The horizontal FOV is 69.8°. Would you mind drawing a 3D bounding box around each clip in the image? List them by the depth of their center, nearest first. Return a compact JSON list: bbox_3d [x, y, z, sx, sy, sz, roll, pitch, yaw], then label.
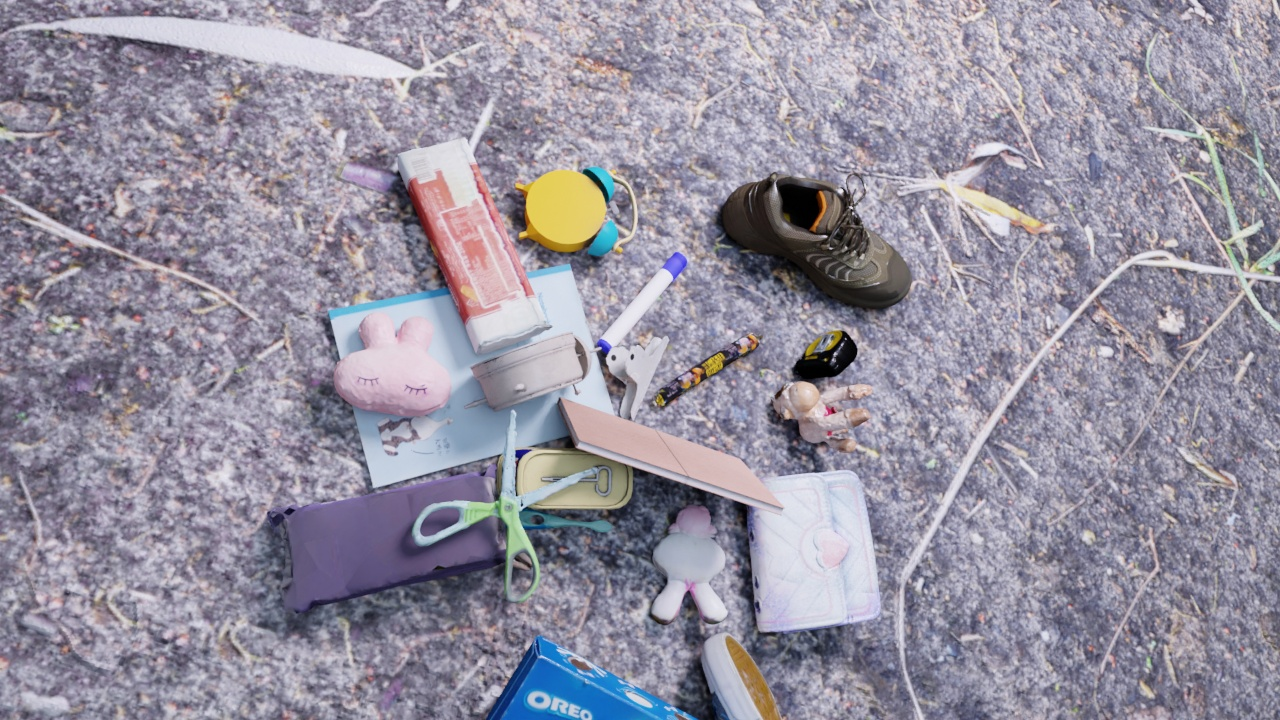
[{"bbox_3d":[-0.133,0.185,0.880,0.052,0.026,0.059,-17,82,-19],"label":"clip"},{"bbox_3d":[-0.003,0.007,0.956,0.055,0.046,0.101,42,62,-41],"label":"clip"}]

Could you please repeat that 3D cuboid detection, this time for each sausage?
[{"bbox_3d":[0.073,0.008,0.996,0.155,0.020,0.020,-31,87,-23],"label":"sausage"}]

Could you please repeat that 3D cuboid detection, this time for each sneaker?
[{"bbox_3d":[0.102,0.384,0.889,0.079,0.087,0.235,-25,80,12],"label":"sneaker"},{"bbox_3d":[0.222,-0.150,1.020,0.238,0.143,0.101,24,69,-11],"label":"sneaker"}]

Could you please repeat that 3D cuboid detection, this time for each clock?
[{"bbox_3d":[-0.092,0.011,0.897,0.156,0.104,0.061,-20,90,-48],"label":"clock"},{"bbox_3d":[-0.067,-0.160,0.983,0.129,0.044,0.099,-2,77,-12],"label":"clock"}]

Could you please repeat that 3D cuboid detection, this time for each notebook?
[{"bbox_3d":[0.025,0.091,0.894,0.209,0.141,0.008,20,99,-16],"label":"notebook"},{"bbox_3d":[-0.164,0.008,0.923,0.253,0.009,0.181,-14,81,-21],"label":"notebook"}]

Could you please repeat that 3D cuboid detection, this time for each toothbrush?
[{"bbox_3d":[-0.094,0.158,0.905,0.135,0.017,0.022,9,74,-13],"label":"toothbrush"}]

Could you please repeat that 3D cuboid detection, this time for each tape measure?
[{"bbox_3d":[0.209,-0.008,1.022,0.061,0.062,0.034,-48,109,-26],"label":"tape measure"}]

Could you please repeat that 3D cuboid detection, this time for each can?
[{"bbox_3d":[-0.072,0.112,0.877,0.116,0.092,0.056,3,84,-18],"label":"can"}]

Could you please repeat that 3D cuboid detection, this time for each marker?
[{"bbox_3d":[0.004,-0.063,0.992,0.020,0.020,0.141,41,68,-4],"label":"marker"}]

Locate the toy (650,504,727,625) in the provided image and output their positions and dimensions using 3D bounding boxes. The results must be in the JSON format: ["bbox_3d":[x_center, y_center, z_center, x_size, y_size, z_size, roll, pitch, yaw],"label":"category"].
[{"bbox_3d":[0.050,0.207,0.928,0.079,0.038,0.122,7,74,-4],"label":"toy"}]

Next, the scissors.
[{"bbox_3d":[-0.121,0.129,0.807,0.172,0.023,0.171,-1,89,-3],"label":"scissors"}]

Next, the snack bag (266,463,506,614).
[{"bbox_3d":[-0.224,0.159,0.830,0.205,0.058,0.096,-11,80,-14],"label":"snack bag"}]

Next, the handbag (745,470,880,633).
[{"bbox_3d":[0.176,0.198,0.956,0.126,0.069,0.158,-2,79,-17],"label":"handbag"}]

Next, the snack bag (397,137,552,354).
[{"bbox_3d":[-0.170,-0.117,0.930,0.077,0.041,0.225,-20,80,-22],"label":"snack bag"}]

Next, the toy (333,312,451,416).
[{"bbox_3d":[-0.233,0.003,0.870,0.108,0.053,0.105,4,60,-16],"label":"toy"}]

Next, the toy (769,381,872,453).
[{"bbox_3d":[0.195,0.049,1.006,0.106,0.074,0.085,18,37,8],"label":"toy"}]

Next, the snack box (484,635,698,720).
[{"bbox_3d":[-0.040,0.383,0.805,0.239,0.056,0.195,31,91,-8],"label":"snack box"}]
